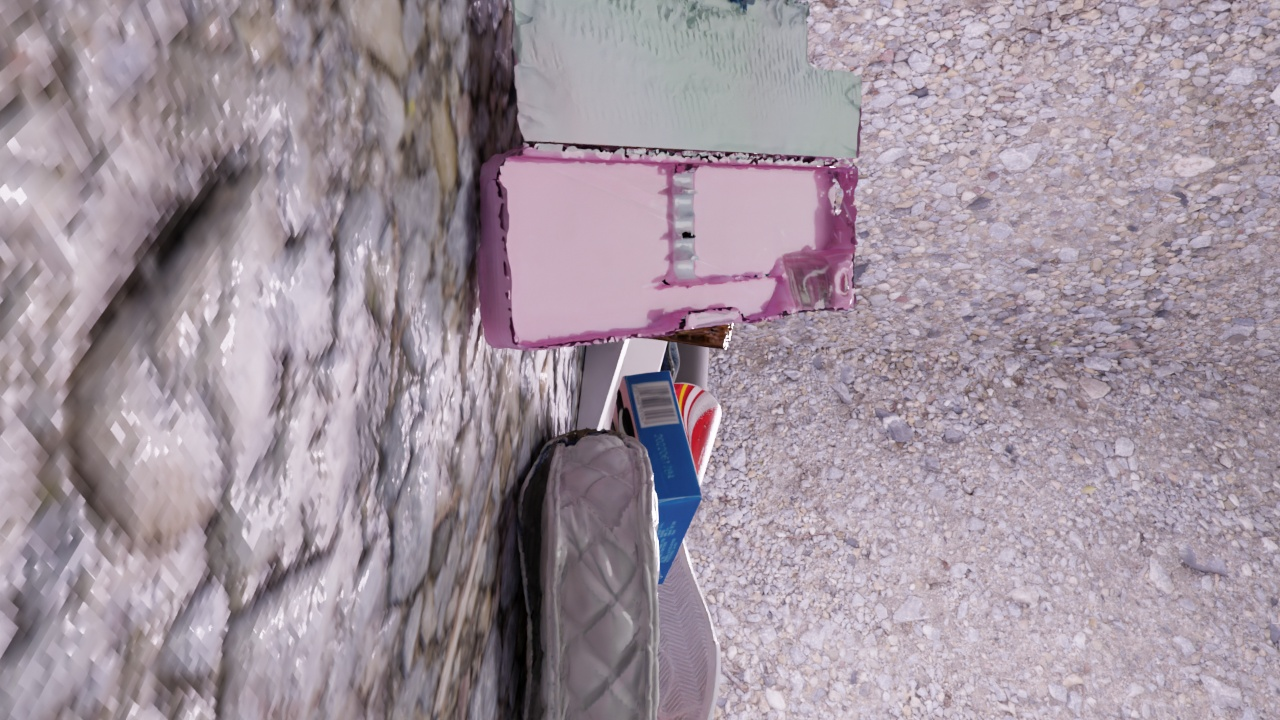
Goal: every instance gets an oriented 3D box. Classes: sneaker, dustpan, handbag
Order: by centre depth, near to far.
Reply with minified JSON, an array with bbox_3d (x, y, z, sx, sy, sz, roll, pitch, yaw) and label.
[{"bbox_3d":[-0.029,0.144,0.495,0.138,0.072,0.195,-104,-166,-77],"label":"handbag"},{"bbox_3d":[-0.005,0.004,0.769,0.192,0.053,0.257,82,12,-63],"label":"dustpan"},{"bbox_3d":[0.019,0.224,0.813,0.091,0.089,0.241,78,2,-60],"label":"sneaker"}]

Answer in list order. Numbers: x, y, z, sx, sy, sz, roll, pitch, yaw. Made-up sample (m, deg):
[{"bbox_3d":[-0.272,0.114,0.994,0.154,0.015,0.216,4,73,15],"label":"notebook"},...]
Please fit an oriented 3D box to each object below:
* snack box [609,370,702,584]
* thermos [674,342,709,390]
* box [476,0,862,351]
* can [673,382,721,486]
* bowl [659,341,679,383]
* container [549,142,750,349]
[{"bbox_3d":[0.002,0.083,0.598,0.154,0.033,0.087,104,-24,-57],"label":"snack box"},{"bbox_3d":[0.039,0.016,1.091,0.082,0.082,0.240,81,12,-64],"label":"thermos"},{"bbox_3d":[0.026,-0.094,0.431,0.229,0.035,0.159,-9,103,-41],"label":"box"},{"bbox_3d":[0.030,0.075,0.810,0.064,0.064,0.104,86,19,-48],"label":"can"},{"bbox_3d":[0.012,-0.021,0.934,0.110,0.055,0.110,4,88,-85],"label":"bowl"},{"bbox_3d":[0.011,-0.070,0.583,0.198,0.114,0.112,1,97,-83],"label":"container"}]
